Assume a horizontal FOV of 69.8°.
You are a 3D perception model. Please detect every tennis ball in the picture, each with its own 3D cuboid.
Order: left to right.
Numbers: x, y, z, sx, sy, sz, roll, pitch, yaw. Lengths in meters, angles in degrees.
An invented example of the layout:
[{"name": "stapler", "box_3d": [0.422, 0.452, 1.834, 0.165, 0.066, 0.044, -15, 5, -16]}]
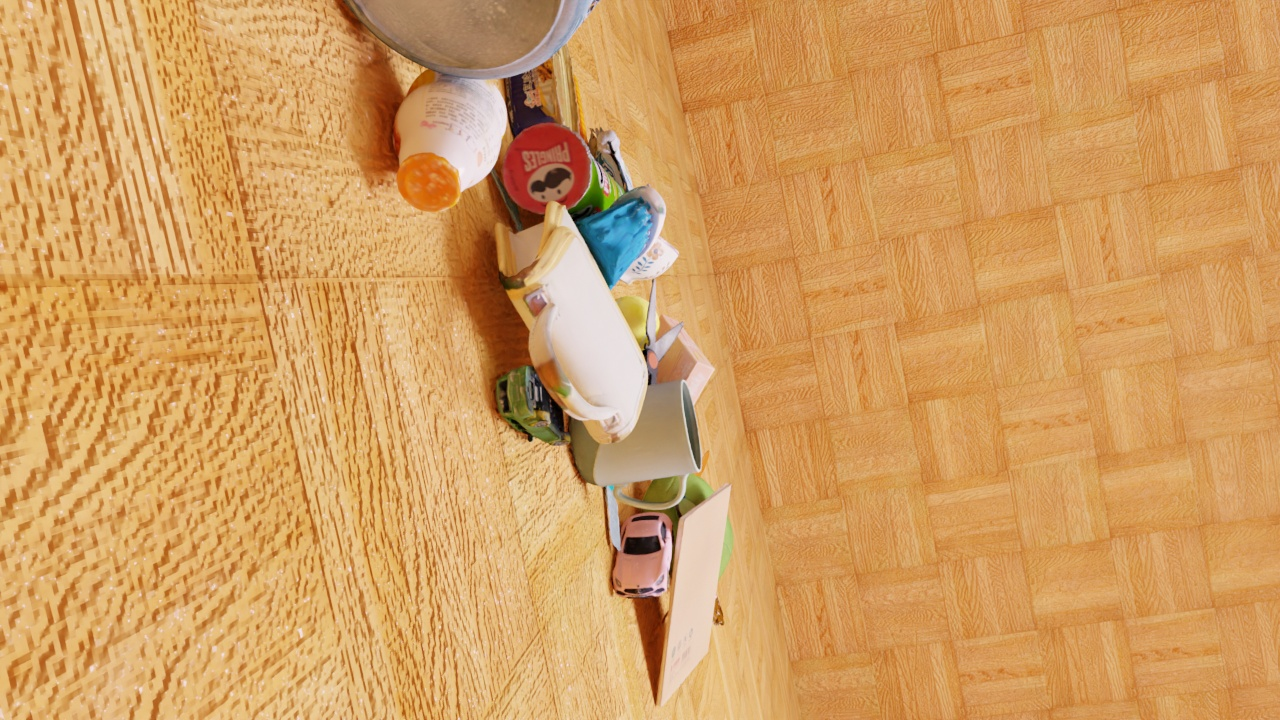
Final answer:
[{"name": "tennis ball", "box_3d": [-0.011, -0.040, 1.030, 0.065, 0.065, 0.065, -10, 89, -80]}]

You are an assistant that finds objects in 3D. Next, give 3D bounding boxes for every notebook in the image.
[{"name": "notebook", "box_3d": [0.060, 0.249, 0.993, 0.147, 0.008, 0.208, -17, 116, -65]}]

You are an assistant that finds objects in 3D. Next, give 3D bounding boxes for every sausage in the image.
[{"name": "sausage", "box_3d": [-0.072, -0.256, 1.046, 0.021, 0.021, 0.165, 29, 51, -77]}]

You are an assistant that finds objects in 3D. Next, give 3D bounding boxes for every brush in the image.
[{"name": "brush", "box_3d": [-0.039, -0.089, 0.861, 0.060, 0.109, 0.315, 48, -21, -2]}]

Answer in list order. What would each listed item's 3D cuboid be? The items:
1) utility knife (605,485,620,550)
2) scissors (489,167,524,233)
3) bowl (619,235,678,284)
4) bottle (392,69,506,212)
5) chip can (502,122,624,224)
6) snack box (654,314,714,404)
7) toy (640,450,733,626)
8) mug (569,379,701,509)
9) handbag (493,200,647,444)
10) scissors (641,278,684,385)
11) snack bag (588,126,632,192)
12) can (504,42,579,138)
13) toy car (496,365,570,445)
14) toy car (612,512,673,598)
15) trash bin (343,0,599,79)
[{"name": "utility knife", "box_3d": [-0.032, 0.088, 0.922, 0.029, 0.013, 0.209, 31, 46, -53]}, {"name": "scissors", "box_3d": [-0.097, -0.104, 0.764, 0.128, 0.017, 0.133, 41, 35, -71]}, {"name": "bowl", "box_3d": [-0.020, -0.124, 1.024, 0.062, 0.113, 0.113, -58, 169, 3]}, {"name": "bottle", "box_3d": [-0.115, -0.129, 0.540, 0.108, 0.063, 0.063, -89, 165, -51]}, {"name": "chip can", "box_3d": [-0.060, -0.152, 0.823, 0.236, 0.072, 0.072, -17, 96, -83]}, {"name": "snack box", "box_3d": [0.033, 0.011, 1.073, 0.084, 0.026, 0.157, -60, -156, 14]}, {"name": "toy", "box_3d": [0.062, 0.211, 1.108, 0.247, 0.090, 0.226, 62, 34, -50]}, {"name": "mug", "box_3d": [-0.002, 0.081, 0.828, 0.082, 0.106, 0.111, -18, 97, -81]}, {"name": "handbag", "box_3d": [-0.044, -0.014, 0.662, 0.178, 0.063, 0.163, -102, 167, -56]}, {"name": "scissors", "box_3d": [0.001, 0.021, 0.962, 0.220, 0.022, 0.222, -15, 94, -59]}, {"name": "snack bag", "box_3d": [-0.031, -0.213, 1.045, 0.191, 0.039, 0.110, -118, -168, -73]}, {"name": "can", "box_3d": [-0.092, -0.255, 0.850, 0.074, 0.049, 0.148, 56, 25, -67]}, {"name": "toy car", "box_3d": [-0.076, 0.034, 0.666, 0.091, 0.036, 0.043, 52, 28, -65]}, {"name": "toy car", "box_3d": [0.004, 0.186, 0.900, 0.122, 0.056, 0.037, -78, 159, -65]}, {"name": "trash bin", "box_3d": [-0.084, -0.279, 0.531, 0.227, 0.227, 0.194, 69, 27, -45]}]
